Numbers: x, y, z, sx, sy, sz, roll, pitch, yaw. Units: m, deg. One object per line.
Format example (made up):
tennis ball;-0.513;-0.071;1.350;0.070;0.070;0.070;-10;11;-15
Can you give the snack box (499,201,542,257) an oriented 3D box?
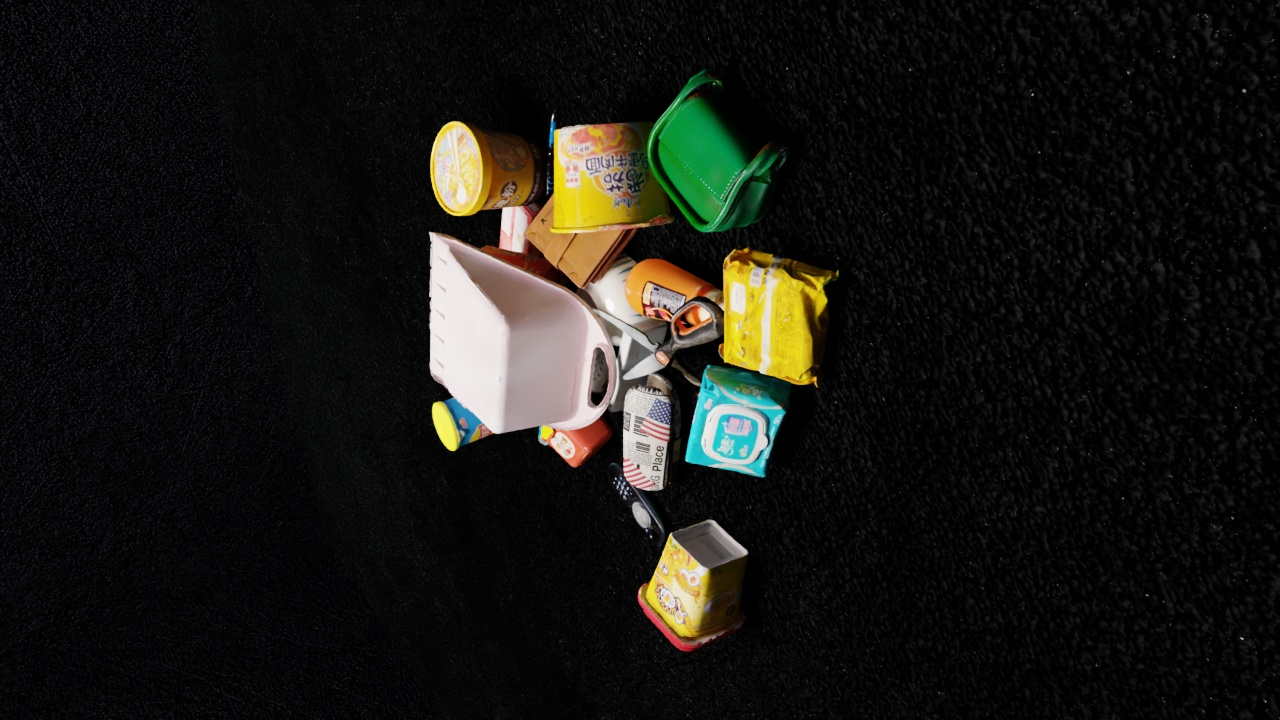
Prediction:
snack box;-0.173;-0.173;1.328;0.075;0.025;0.153;49;145;29

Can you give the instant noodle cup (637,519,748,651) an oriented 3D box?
instant noodle cup;0.073;0.277;1.150;0.116;0.115;0.124;39;127;41

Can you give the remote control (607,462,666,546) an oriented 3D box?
remote control;-0.001;0.199;1.292;0.136;0.024;0.053;52;145;23

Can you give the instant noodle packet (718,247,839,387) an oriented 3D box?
instant noodle packet;0.132;-0.044;0.885;0.111;0.044;0.129;17;128;22

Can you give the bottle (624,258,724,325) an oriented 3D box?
bottle;0.050;-0.068;1.008;0.150;0.066;0.067;23;128;41

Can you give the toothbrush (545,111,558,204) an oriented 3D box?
toothbrush;-0.117;-0.239;1.208;0.016;0.014;0.190;45;142;33

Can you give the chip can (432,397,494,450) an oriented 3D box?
chip can;-0.188;0.059;1.316;0.071;0.209;0.071;37;138;43

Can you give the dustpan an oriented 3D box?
dustpan;-0.158;-0.022;1.180;0.273;0.138;0.223;45;137;41

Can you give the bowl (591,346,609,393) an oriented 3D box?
bowl;-0.078;-0.015;1.221;0.062;0.113;0.113;-51;55;10

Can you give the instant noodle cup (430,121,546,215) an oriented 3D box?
instant noodle cup;-0.197;-0.250;1.207;0.119;0.114;0.118;9;103;44

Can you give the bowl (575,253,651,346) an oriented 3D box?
bowl;-0.040;-0.069;1.140;0.116;0.066;0.117;36;137;43

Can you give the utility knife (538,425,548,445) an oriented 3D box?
utility knife;-0.151;0.082;1.469;0.029;0.013;0.167;46;143;31

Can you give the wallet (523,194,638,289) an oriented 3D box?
wallet;-0.075;-0.160;1.123;0.108;0.031;0.132;-51;54;9

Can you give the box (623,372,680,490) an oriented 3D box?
box;0.011;0.099;1.154;0.075;0.082;0.164;33;133;36

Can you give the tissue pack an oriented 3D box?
tissue pack;0.102;0.068;0.974;0.050;0.093;0.134;-78;-3;-48

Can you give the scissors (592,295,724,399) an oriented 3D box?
scissors;0.042;-0.002;1.020;0.233;0.021;0.221;38;147;7

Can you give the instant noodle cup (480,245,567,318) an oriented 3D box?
instant noodle cup;-0.175;-0.087;1.239;0.108;0.137;0.138;21;134;10

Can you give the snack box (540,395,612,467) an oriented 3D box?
snack box;-0.090;0.102;1.326;0.080;0.081;0.091;49;148;6

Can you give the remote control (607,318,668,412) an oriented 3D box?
remote control;-0.007;0.007;1.145;0.021;0.058;0.150;53;146;29

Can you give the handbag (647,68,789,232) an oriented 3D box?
handbag;0.076;-0.196;0.884;0.131;0.067;0.120;57;141;20

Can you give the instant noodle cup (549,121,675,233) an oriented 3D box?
instant noodle cup;-0.034;-0.199;0.994;0.138;0.137;0.110;13;111;55
